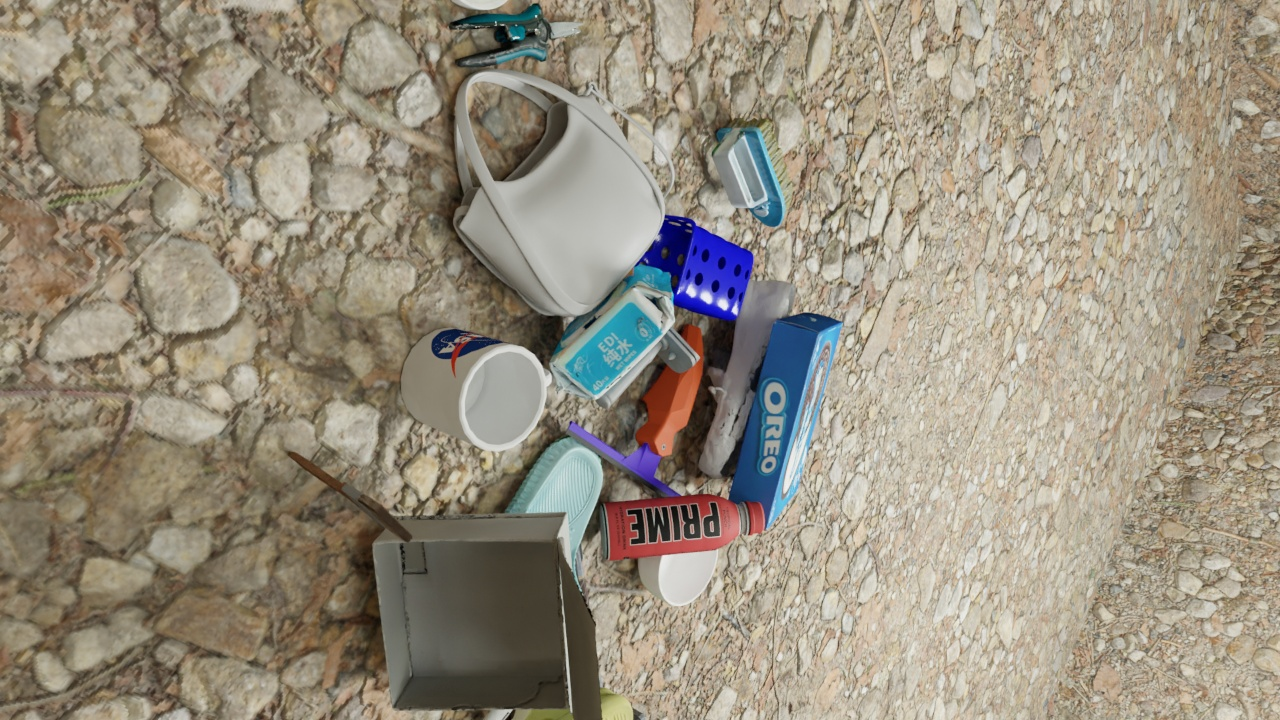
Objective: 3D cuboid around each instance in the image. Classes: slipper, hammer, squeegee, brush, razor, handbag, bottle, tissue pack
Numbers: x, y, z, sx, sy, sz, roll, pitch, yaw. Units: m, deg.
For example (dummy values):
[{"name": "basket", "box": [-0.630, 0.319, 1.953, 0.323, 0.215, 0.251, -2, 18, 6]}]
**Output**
[{"name": "slipper", "box": [-0.102, 0.395, 0.962, 0.190, 0.081, 0.092, -22, 127, -12]}, {"name": "slipper", "box": [-0.104, 0.198, 0.895, 0.116, 0.070, 0.275, 45, 64, -35]}, {"name": "hammer", "box": [-0.054, 0.324, 1.019, 0.098, 0.044, 0.322, -24, 116, -40]}, {"name": "squeegee", "box": [0.032, 0.045, 1.015, 0.249, 0.055, 0.184, 40, 62, -46]}, {"name": "slipper", "box": [0.118, 0.019, 1.082, 0.112, 0.075, 0.246, 26, 79, -57]}, {"name": "brush", "box": [0.129, -0.203, 1.043, 0.075, 0.055, 0.136, -54, 134, -28]}, {"name": "razor", "box": [-0.006, 0.006, 0.945, 0.088, 0.047, 0.116, 46, 62, -6]}, {"name": "handbag", "box": [-0.082, -0.171, 0.838, 0.215, 0.096, 0.222, -51, 120, -25]}, {"name": "bottle", "box": [0.046, 0.178, 0.997, 0.176, 0.062, 0.062, -4, 107, -8]}, {"name": "brush", "box": [-0.227, 0.096, 0.692, 0.008, 0.143, 0.045, -51, 141, -22]}, {"name": "tissue pack", "box": [-0.027, -0.027, 0.872, 0.061, 0.092, 0.145, 42, 105, -13]}]

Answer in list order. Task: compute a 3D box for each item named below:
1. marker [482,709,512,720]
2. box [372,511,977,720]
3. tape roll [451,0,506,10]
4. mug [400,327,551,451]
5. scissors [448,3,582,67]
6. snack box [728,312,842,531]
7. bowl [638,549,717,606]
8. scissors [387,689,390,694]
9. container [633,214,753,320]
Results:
[{"name": "marker", "box": [-0.119, 0.331, 0.946, 0.133, 0.017, 0.020, -48, 170, -25]}, {"name": "box", "box": [-0.011, 0.235, 0.687, 0.148, 0.507, 0.167, -17, 108, -47]}, {"name": "tape roll", "box": [-0.136, -0.339, 0.758, 0.092, 0.013, 0.093, -15, 111, -43]}, {"name": "mug", "box": [-0.134, 0.021, 0.807, 0.121, 0.090, 0.091, -13, 110, -44]}, {"name": "scissors", "box": [-0.107, -0.289, 0.799, 0.138, 0.019, 0.128, 36, 74, -47]}, {"name": "snack box", "box": [0.175, 0.065, 1.102, 0.195, 0.056, 0.239, -17, 121, -69]}, {"name": "bowl", "box": [0.038, 0.230, 1.075, 0.104, 0.054, 0.105, -13, 108, -44]}, {"name": "scissors", "box": [-0.164, 0.303, 0.914, 0.208, 0.015, 0.155, -23, 119, -41]}, {"name": "container", "box": [0.051, -0.097, 0.972, 0.113, 0.085, 0.084, 16, 90, -49]}]
